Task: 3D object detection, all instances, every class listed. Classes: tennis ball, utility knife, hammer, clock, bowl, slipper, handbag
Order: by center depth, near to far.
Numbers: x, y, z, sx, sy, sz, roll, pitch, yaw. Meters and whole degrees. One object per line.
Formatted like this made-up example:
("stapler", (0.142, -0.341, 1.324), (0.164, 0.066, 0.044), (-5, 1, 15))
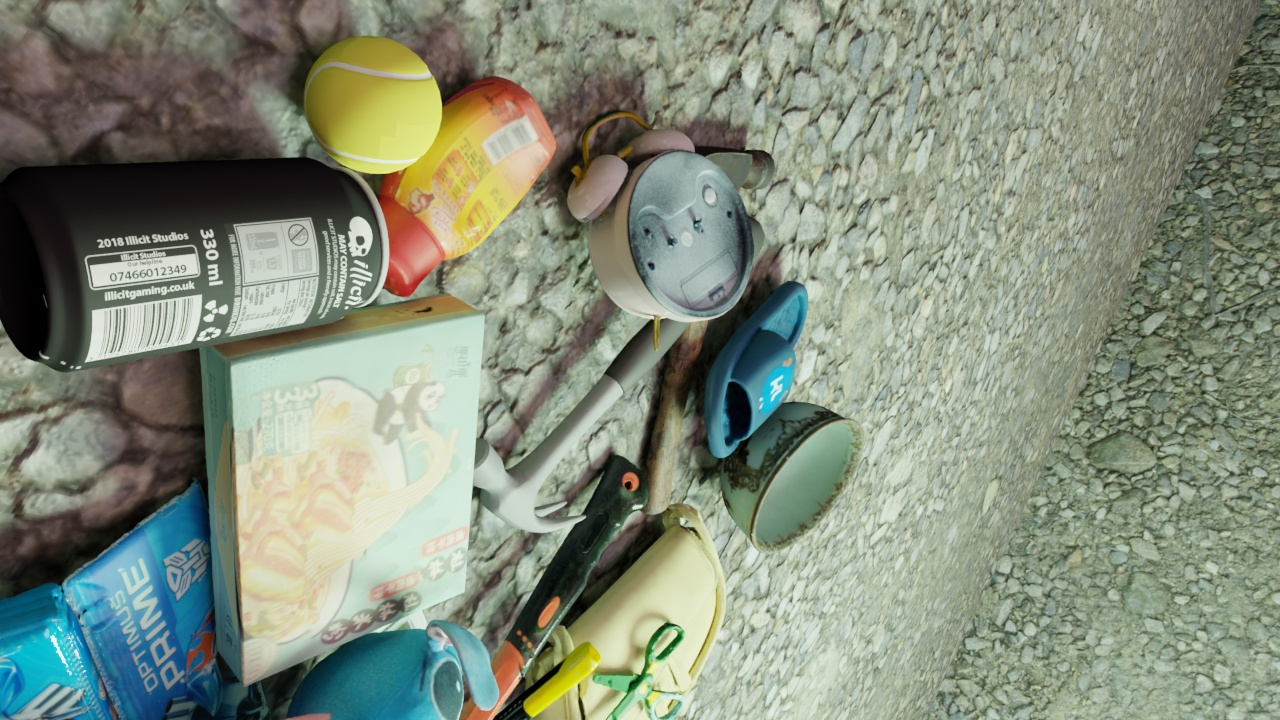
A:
("tennis ball", (-0.131, -0.125, 0.451), (0.065, 0.065, 0.065), (-31, 133, -41))
("clock", (0.011, -0.099, 0.640), (0.116, 0.059, 0.158), (-39, 109, -36))
("hammer", (-0.004, 0.004, 0.706), (0.310, 0.029, 0.125), (-47, 138, -17))
("hammer", (-0.087, 0.212, 0.707), (0.133, 0.033, 0.332), (42, 60, -12))
("utility knife", (-0.104, 0.287, 0.736), (0.174, 0.020, 0.029), (-39, -175, -2))
("hammer", (0.034, -0.016, 0.782), (0.119, 0.033, 0.331), (-10, 118, -47))
("slipper", (0.114, 0.009, 0.841), (0.213, 0.059, 0.104), (-51, 149, -39))
("handbag", (-0.006, 0.262, 0.843), (0.232, 0.089, 0.191), (-40, 135, -33))
("bowl", (0.136, 0.102, 0.921), (0.159, 0.094, 0.160), (-27, 137, -29))

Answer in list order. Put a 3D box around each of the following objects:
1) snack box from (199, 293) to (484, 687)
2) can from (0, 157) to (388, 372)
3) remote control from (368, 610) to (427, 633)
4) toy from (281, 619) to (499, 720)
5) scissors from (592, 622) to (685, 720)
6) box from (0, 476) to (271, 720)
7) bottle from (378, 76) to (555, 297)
("snack box", (-0.161, 0.067, 0.507), (0.141, 0.044, 0.194), (-15, 123, -43))
("can", (-0.192, -0.047, 0.402), (0.145, 0.080, 0.080), (-17, 123, -48))
("remote control", (-0.175, 0.156, 0.601), (0.050, 0.022, 0.133), (-38, 137, -33))
("toy", (-0.182, 0.234, 0.520), (0.225, 0.099, 0.191), (-42, 175, 29))
("scissors", (0.002, 0.288, 0.798), (0.126, 0.012, 0.123), (-41, 122, -33))
("box", (-0.268, 0.204, 0.473), (0.175, 0.060, 0.244), (-31, 134, -41))
("bottle", (-0.108, -0.096, 0.516), (0.134, 0.048, 0.071), (-52, 143, -20))
